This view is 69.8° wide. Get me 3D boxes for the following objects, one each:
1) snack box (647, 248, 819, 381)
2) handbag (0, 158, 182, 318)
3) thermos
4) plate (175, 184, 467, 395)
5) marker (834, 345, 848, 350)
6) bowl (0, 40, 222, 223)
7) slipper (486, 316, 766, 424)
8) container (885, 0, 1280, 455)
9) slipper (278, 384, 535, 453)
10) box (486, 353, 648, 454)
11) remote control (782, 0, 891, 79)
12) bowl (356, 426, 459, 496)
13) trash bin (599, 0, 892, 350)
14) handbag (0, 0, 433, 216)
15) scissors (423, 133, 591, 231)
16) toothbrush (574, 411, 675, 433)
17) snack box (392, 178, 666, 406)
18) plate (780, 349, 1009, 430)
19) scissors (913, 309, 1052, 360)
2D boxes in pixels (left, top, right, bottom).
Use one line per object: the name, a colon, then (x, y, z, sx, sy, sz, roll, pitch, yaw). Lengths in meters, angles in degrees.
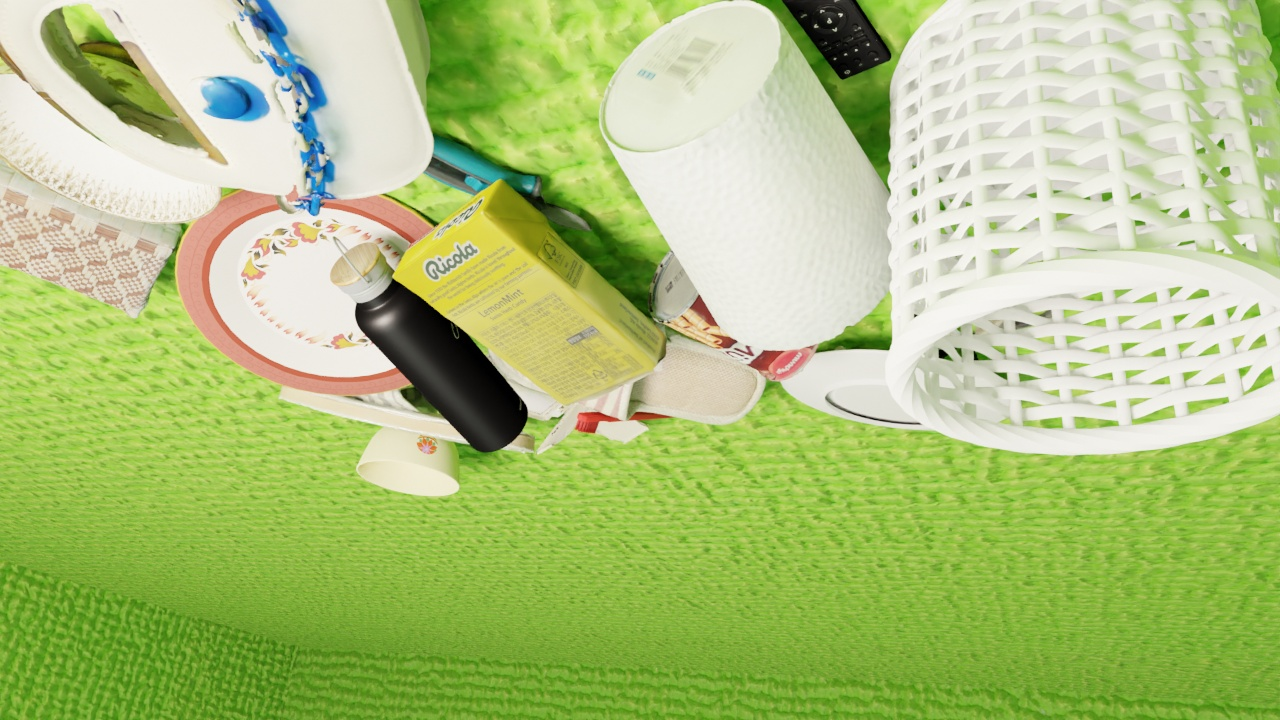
snack box: (0.073, -0.038, 0.704, 0.121, 0.072, 0.072, 25, 149, -31)
handbag: (-0.478, -0.108, 0.735, 0.185, 0.046, 0.124, 24, 141, -31)
thermos: (-0.173, -0.014, 0.739, 0.061, 0.061, 0.231, -7, 139, 26)
plate: (-0.252, -0.056, 0.748, 0.230, 0.021, 0.230, -3, 135, -3)
marker: (0.236, 0.017, 0.834, 0.145, 0.017, 0.017, 20, 151, -24)
bowl: (-0.335, -0.154, 0.584, 0.145, 0.063, 0.145, 6, 153, 3)
slipper: (-0.005, 0.005, 0.795, 0.262, 0.052, 0.115, 15, 122, -23)
container: (0.222, -0.072, 0.465, 0.189, 0.186, 0.190, 6, 154, 3)
slipper: (-0.238, 0.051, 0.950, 0.273, 0.054, 0.114, 13, 178, 8)
box: (-0.069, 0.057, 0.897, 0.184, 0.098, 0.144, 19, 151, -21)
remote control: (0.082, -0.191, 0.461, 0.030, 0.009, 0.140, -14, 147, 36)
bowl: (-0.263, 0.104, 1.072, 0.118, 0.073, 0.118, 6, 154, 3)
trash bin: (0.062, -0.103, 0.519, 0.133, 0.133, 0.161, -9, 144, 30)
handbag: (-0.213, -0.152, 0.467, 0.199, 0.092, 0.201, -12, 151, 0)
scissors: (-0.097, -0.124, 0.633, 0.136, 0.019, 0.139, 3, 152, 9)
toothbrush: (-0.007, 0.057, 0.876, 0.012, 0.018, 0.212, 23, -172, 25)
snack box: (-0.077, -0.042, 0.681, 0.181, 0.045, 0.122, 40, 139, -25)
plate: (0.230, 0.036, 0.836, 0.208, 0.015, 0.209, 11, 162, 3)
scissors: (0.264, -0.025, 0.744, 0.157, 0.012, 0.171, 24, 149, -27)
